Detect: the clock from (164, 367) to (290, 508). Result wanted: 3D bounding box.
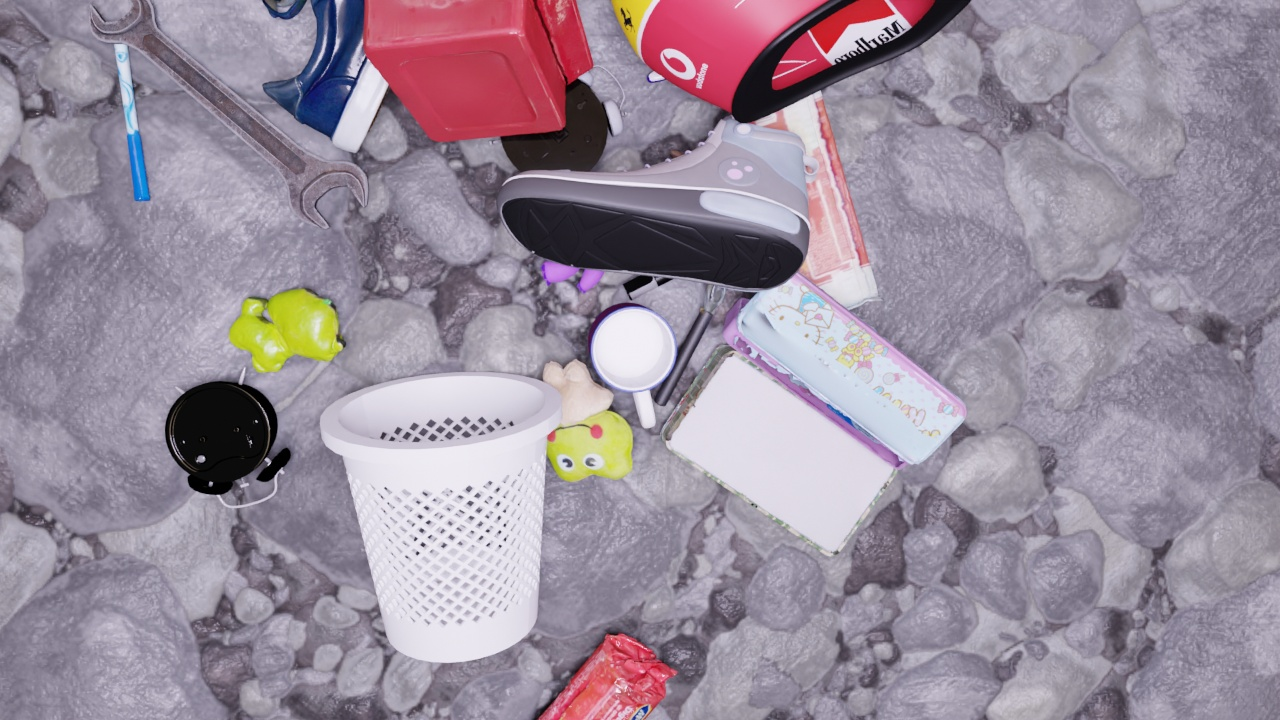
[{"bbox_3d":[-0.367,0.073,0.822,0.091,0.042,0.121,-17,98,-3],"label":"clock"}]

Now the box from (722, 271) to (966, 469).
[{"bbox_3d":[0.184,0.000,0.822,0.214,0.089,0.093,37,116,-6],"label":"box"}]

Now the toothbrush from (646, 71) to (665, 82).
[{"bbox_3d":[0.094,-0.287,0.833,0.186,0.016,0.015,-20,98,-3],"label":"toothbrush"}]

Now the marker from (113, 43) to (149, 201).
[{"bbox_3d":[-0.443,-0.210,0.797,0.013,0.013,0.142,-5,97,-4],"label":"marker"}]

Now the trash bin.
[{"bbox_3d":[-0.160,0.133,0.785,0.195,0.195,0.200,-3,106,-5],"label":"trash bin"}]

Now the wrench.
[{"bbox_3d":[-0.356,-0.218,0.799,0.273,0.010,0.070,41,89,-10],"label":"wrench"}]

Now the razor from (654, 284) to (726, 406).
[{"bbox_3d":[0.049,-0.022,0.854,0.042,0.022,0.144,20,98,-27],"label":"razor"}]

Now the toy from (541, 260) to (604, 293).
[{"bbox_3d":[-0.049,-0.114,0.822,0.088,0.056,0.106,-9,109,-7],"label":"toy"}]

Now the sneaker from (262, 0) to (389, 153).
[{"bbox_3d":[-0.229,-0.331,0.758,0.127,0.120,0.295,26,97,-20],"label":"sneaker"}]

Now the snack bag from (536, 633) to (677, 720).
[{"bbox_3d":[-0.049,0.338,0.863,0.082,0.082,0.176,40,91,-8],"label":"snack bag"}]

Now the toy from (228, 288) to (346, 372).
[{"bbox_3d":[-0.314,-0.027,0.819,0.094,0.036,0.093,45,96,-2],"label":"toy"}]

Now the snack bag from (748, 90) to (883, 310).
[{"bbox_3d":[0.153,-0.151,0.843,0.077,0.041,0.225,-18,99,-2],"label":"snack bag"}]

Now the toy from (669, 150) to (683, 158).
[{"bbox_3d":[0.032,-0.132,0.829,0.041,0.055,0.102,16,103,-44],"label":"toy"}]

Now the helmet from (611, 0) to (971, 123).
[{"bbox_3d":[0.102,-0.334,0.733,0.270,0.198,0.224,-27,81,-10],"label":"helmet"}]

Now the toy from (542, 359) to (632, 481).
[{"bbox_3d":[-0.055,0.055,0.834,0.092,0.043,0.118,-7,107,26],"label":"toy"}]

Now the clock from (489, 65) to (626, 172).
[{"bbox_3d":[-0.069,-0.212,0.819,0.122,0.035,0.094,-41,98,0],"label":"clock"}]

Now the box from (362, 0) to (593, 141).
[{"bbox_3d":[-0.129,-0.254,0.720,0.165,0.157,0.152,-39,74,-4],"label":"box"}]

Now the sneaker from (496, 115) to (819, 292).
[{"bbox_3d":[0.018,-0.152,0.772,0.257,0.093,0.160,10,57,4],"label":"sneaker"}]

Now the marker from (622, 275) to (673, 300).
[{"bbox_3d":[0.050,-0.094,0.851,0.140,0.016,0.016,-27,98,-1],"label":"marker"}]

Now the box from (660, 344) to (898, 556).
[{"bbox_3d":[0.129,0.085,0.864,0.205,0.050,0.118,33,95,-7],"label":"box"}]

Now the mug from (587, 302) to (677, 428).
[{"bbox_3d":[-0.005,0.005,0.828,0.075,0.076,0.112,-13,98,-3],"label":"mug"}]
